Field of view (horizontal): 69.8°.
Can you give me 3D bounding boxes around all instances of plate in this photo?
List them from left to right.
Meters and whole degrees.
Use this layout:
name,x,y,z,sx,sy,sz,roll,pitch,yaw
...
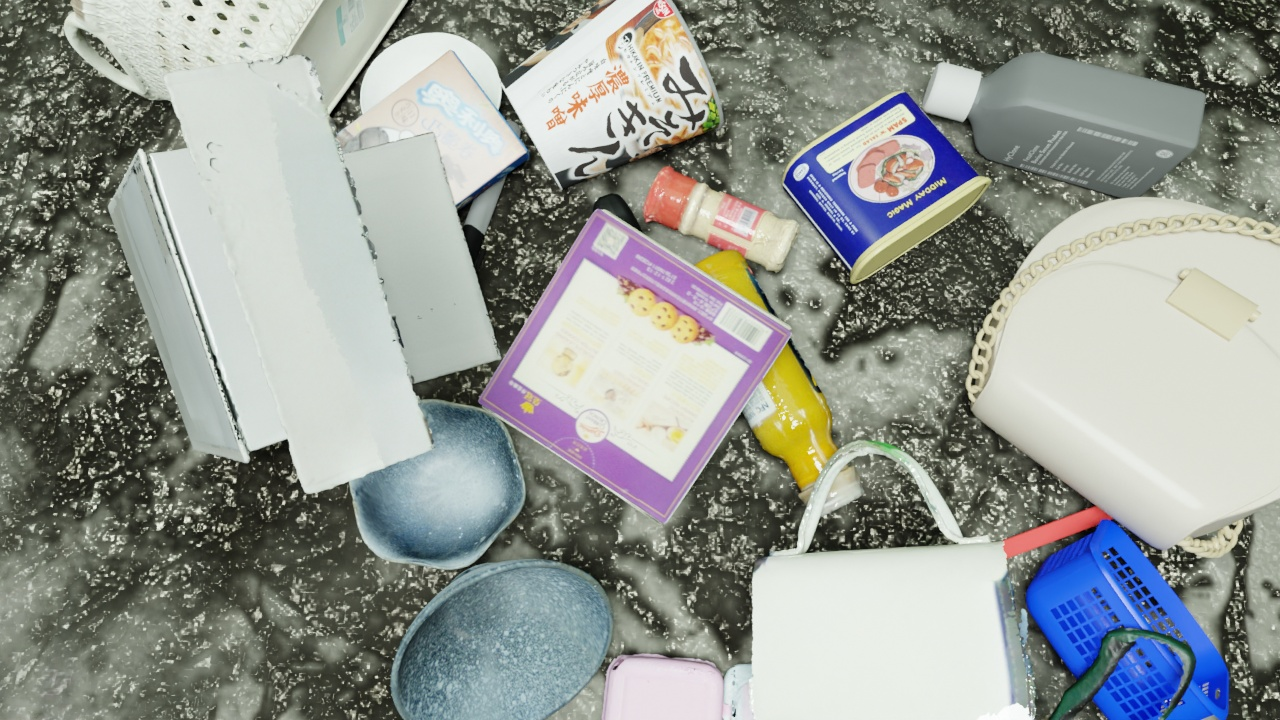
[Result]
name,x,y,z,sx,sy,sz,roll,pitch,yaw
plate,-0.155,-0.194,0.689,0.104,0.026,0.104,0,74,-1

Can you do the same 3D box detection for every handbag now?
name,x,y,z,sx,sy,sz,roll,pitch,yaw
handbag,0.144,0.134,0.541,0.151,0.074,0.175,-9,66,21
handbag,0.341,0.003,0.605,0.210,0.103,0.208,40,76,21

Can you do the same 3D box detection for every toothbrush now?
name,x,y,z,sx,sy,sz,roll,pitch,yaw
toothbrush,0.273,0.115,0.614,0.212,0.018,0.012,-20,75,-2

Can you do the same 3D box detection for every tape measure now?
name,x,y,z,sx,sy,sz,roll,pitch,yaw
tape measure,-0.015,-0.076,0.638,0.034,0.061,0.061,-19,60,-7

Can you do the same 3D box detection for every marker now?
name,x,y,z,sx,sy,sz,roll,pitch,yaw
marker,-0.112,-0.115,0.675,0.022,0.016,0.138,26,73,-26

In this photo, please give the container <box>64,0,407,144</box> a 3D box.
name,x,y,z,sx,sy,sz,roll,pitch,yaw
container,-0.257,-0.276,0.637,0.143,0.185,0.246,30,77,-3

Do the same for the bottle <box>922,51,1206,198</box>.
name,x,y,z,sx,sy,sz,roll,pitch,yaw
bottle,0.292,-0.174,0.657,0.174,0.084,0.046,17,75,5

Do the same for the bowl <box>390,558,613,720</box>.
name,x,y,z,sx,sy,sz,roll,pitch,yaw
bowl,-0.090,0.163,0.565,0.137,0.137,0.057,-31,37,-9

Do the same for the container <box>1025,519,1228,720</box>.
name,x,y,z,sx,sy,sz,roll,pitch,yaw
container,0.291,0.164,0.557,0.058,0.096,0.114,-42,74,30

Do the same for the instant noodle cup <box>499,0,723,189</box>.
name,x,y,z,sx,sy,sz,roll,pitch,yaw
instant noodle cup,-0.025,-0.188,0.648,0.122,0.123,0.123,-30,77,1

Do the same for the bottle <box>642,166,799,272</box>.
name,x,y,z,sx,sy,sz,roll,pitch,yaw
bottle,0.058,-0.100,0.656,0.109,0.044,0.044,24,75,6

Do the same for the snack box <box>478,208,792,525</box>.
name,x,y,z,sx,sy,sz,roll,pitch,yaw
snack box,-0.003,0.003,0.581,0.143,0.040,0.148,33,98,2

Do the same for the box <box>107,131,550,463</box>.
name,x,y,z,sx,sy,sz,roll,pitch,yaw
box,-0.172,-0.068,0.661,0.174,0.420,0.167,-9,100,32

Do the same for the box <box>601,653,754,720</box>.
name,x,y,z,sx,sy,sz,roll,pitch,yaw
box,0.045,0.285,0.552,0.152,0.038,0.201,4,75,0

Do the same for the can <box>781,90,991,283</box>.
name,x,y,z,sx,sy,sz,roll,pitch,yaw
can,0.172,-0.126,0.657,0.116,0.056,0.092,-33,76,-9

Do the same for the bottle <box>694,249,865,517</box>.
name,x,y,z,sx,sy,sz,roll,pitch,yaw
bottle,0.088,0.015,0.618,0.053,0.053,0.186,-26,76,-8

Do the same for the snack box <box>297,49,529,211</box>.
name,x,y,z,sx,sy,sz,roll,pitch,yaw
snack box,-0.164,-0.135,0.645,0.151,0.034,0.087,-37,96,0

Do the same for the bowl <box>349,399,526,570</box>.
name,x,y,z,sx,sy,sz,roll,pitch,yaw
bowl,-0.128,0.082,0.597,0.110,0.055,0.110,0,75,0

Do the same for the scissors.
name,x,y,z,sx,sy,sz,roll,pitch,yaw
scissors,0.225,0.198,0.536,0.203,0.015,0.201,-31,68,33
